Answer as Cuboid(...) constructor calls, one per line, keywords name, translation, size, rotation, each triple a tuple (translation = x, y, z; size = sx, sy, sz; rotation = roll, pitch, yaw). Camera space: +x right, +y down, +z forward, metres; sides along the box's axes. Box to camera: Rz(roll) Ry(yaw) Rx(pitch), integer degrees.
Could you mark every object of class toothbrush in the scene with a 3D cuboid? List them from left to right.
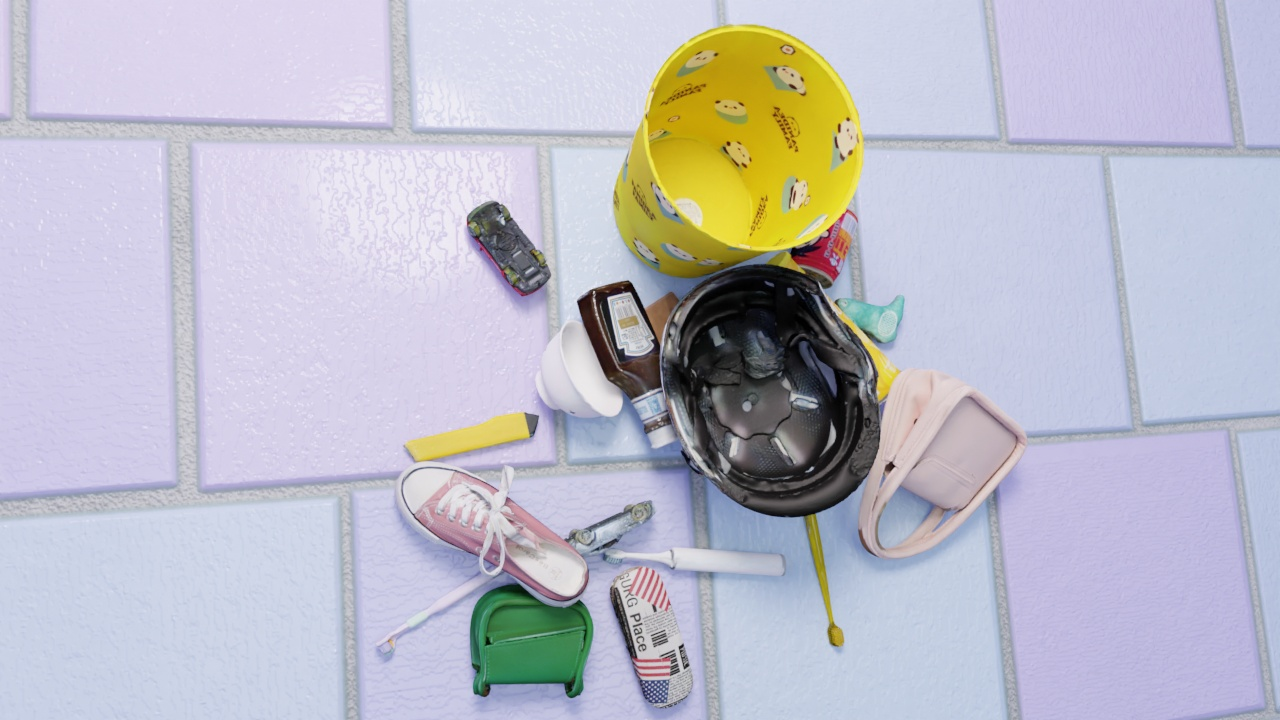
Cuboid(name="toothbrush", translation=(-0.204, 0.263, 1.014), size=(0.189, 0.029, 0.021), rotation=(-32, 54, -16))
Cuboid(name="toothbrush", translation=(0.065, 0.235, 1.079), size=(0.221, 0.026, 0.026), rotation=(6, 120, -13))
Cuboid(name="toothbrush", translation=(0.222, 0.255, 1.120), size=(0.015, 0.017, 0.190), rotation=(-10, 86, -16))

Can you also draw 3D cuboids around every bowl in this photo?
Cuboid(name="bowl", translation=(-0.079, 0.021, 1.043), size=(0.065, 0.118, 0.118), rotation=(-26, 90, 23))

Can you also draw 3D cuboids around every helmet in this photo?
Cuboid(name="helmet", translation=(0.133, 0.034, 1.031), size=(0.230, 0.157, 0.274), rotation=(-29, 90, -5))

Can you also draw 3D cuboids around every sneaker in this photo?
Cuboid(name="sneaker", translation=(-0.157, 0.173, 0.973), size=(0.241, 0.088, 0.118), rotation=(31, 58, 11))

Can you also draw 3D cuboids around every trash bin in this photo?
Cuboid(name="trash bin", translation=(0.083, -0.206, 1.017), size=(0.229, 0.256, 0.229), rotation=(2, 83, -14))

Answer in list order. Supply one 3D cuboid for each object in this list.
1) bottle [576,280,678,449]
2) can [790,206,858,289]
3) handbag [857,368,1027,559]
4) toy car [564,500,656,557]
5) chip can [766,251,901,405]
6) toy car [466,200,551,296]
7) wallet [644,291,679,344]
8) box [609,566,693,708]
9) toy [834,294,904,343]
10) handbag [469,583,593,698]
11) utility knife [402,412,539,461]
Cuboid(name="bottle", translation=(-0.006, 0.006, 1.054), size=(0.079, 0.044, 0.195), rotation=(-18, 83, -40))
Cuboid(name="can", translation=(0.226, -0.143, 1.143), size=(0.066, 0.067, 0.093), rotation=(23, 79, -10))
Cuboid(name="handbag", translation=(0.347, 0.139, 1.112), size=(0.193, 0.093, 0.234), rotation=(28, 92, -37))
Cuboid(name="toy car", translation=(-0.036, 0.194, 1.045), size=(0.120, 0.054, 0.037), rotation=(-25, 87, -16))
Cuboid(name="chip can", translation=(0.223, -0.034, 1.113), size=(0.213, 0.072, 0.072), rotation=(44, 75, -9))
Cuboid(name="toy car", translation=(-0.153, -0.128, 1.059), size=(0.052, 0.045, 0.120), rotation=(-35, 86, -17))
Cuboid(name="wallet", translation=(0.030, -0.012, 1.105), size=(0.101, 0.020, 0.115), rotation=(-34, 90, -17))
Cuboid(name="box", translation=(0.012, 0.316, 1.052), size=(0.069, 0.052, 0.164), rotation=(-16, 89, -2))
Cuboid(name="toy", translation=(0.286, -0.047, 1.167), size=(0.092, 0.030, 0.096), rotation=(15, 87, -7))
Cuboid(name="handbag", translation=(-0.122, 0.310, 1.009), size=(0.131, 0.068, 0.120), rotation=(5, 89, -14))
Cuboid(name="utility knife", translation=(-0.190, 0.086, 1.040), size=(0.156, 0.015, 0.033), rotation=(-12, 80, -14))
